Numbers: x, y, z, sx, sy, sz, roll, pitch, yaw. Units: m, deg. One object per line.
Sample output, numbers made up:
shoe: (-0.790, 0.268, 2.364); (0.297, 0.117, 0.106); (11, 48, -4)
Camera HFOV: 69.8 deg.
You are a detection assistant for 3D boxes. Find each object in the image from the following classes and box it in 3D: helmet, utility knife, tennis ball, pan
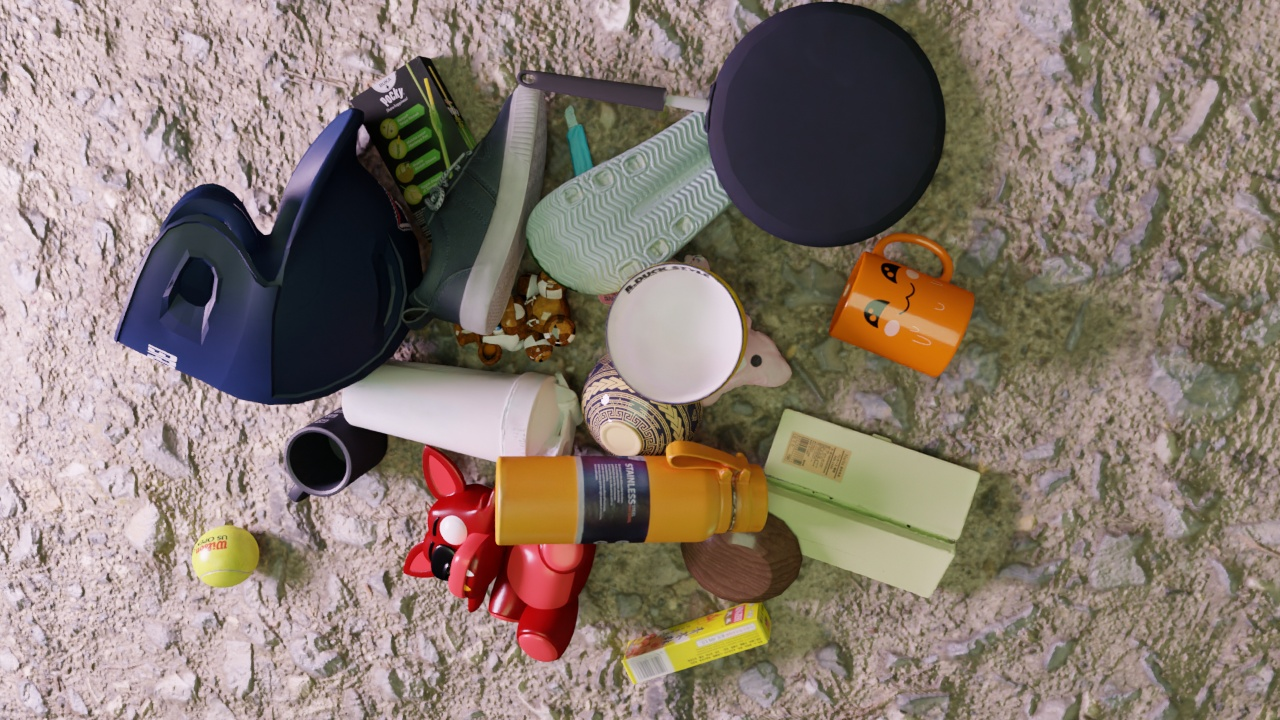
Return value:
helmet: (-0.295, -0.091, 0.799); (0.223, 0.232, 0.272); (21, 98, -27)
utility knife: (-0.049, -0.170, 0.833); (0.022, 0.015, 0.124); (-11, 99, 1)
tennis ball: (-0.441, 0.209, 0.977); (0.065, 0.065, 0.065); (3, 104, 11)
pan: (0.076, -0.204, 0.750); (0.356, 0.021, 0.199); (8, 95, -3)

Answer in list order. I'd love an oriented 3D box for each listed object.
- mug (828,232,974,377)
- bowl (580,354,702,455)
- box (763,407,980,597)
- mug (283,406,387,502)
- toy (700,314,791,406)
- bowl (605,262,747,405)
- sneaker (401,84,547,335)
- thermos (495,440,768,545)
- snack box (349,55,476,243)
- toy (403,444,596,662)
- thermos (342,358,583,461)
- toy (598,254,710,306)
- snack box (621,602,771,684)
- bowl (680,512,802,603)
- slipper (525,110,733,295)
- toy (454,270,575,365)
mug: (0.226, -0.055, 0.781); (0.096, 0.078, 0.112); (22, 76, 5)
bowl: (-0.007, 0.053, 0.830); (0.112, 0.061, 0.113); (14, 131, 16)
box: (0.200, 0.134, 0.843); (0.188, 0.047, 0.141); (20, 104, 7)
mug: (-0.312, 0.100, 0.918); (0.071, 0.077, 0.105); (42, 107, -1)
toy: (0.078, -0.009, 0.823); (0.099, 0.052, 0.096); (-15, 115, 12)
bowl: (0.036, -0.024, 0.771); (0.117, 0.067, 0.117); (2, 96, 18)
sneaker: (-0.140, -0.133, 0.790); (0.087, 0.089, 0.235); (14, 76, 3)
thermos: (-0.007, 0.117, 0.789); (0.232, 0.092, 0.076); (1, 62, -9)
snack box: (-0.196, -0.194, 0.851); (0.080, 0.025, 0.147); (-26, 97, 16)
toy: (-0.139, 0.184, 0.888); (0.197, 0.120, 0.159); (20, 114, 14)
thermos: (-0.167, 0.044, 0.871); (0.220, 0.099, 0.099); (10, 105, 13)
toy: (0.013, -0.057, 0.831); (0.110, 0.047, 0.063); (-23, 89, 19)
snack box: (0.055, 0.278, 0.906); (0.148, 0.040, 0.029); (-23, 99, 16)
bowl: (0.092, 0.190, 0.866); (0.118, 0.030, 0.118); (8, 122, 13)
slipper: (0.017, -0.144, 0.799); (0.245, 0.074, 0.104); (-34, 96, 1)
toy: (-0.117, -0.038, 0.853); (0.112, 0.067, 0.087); (-9, 77, 1)
